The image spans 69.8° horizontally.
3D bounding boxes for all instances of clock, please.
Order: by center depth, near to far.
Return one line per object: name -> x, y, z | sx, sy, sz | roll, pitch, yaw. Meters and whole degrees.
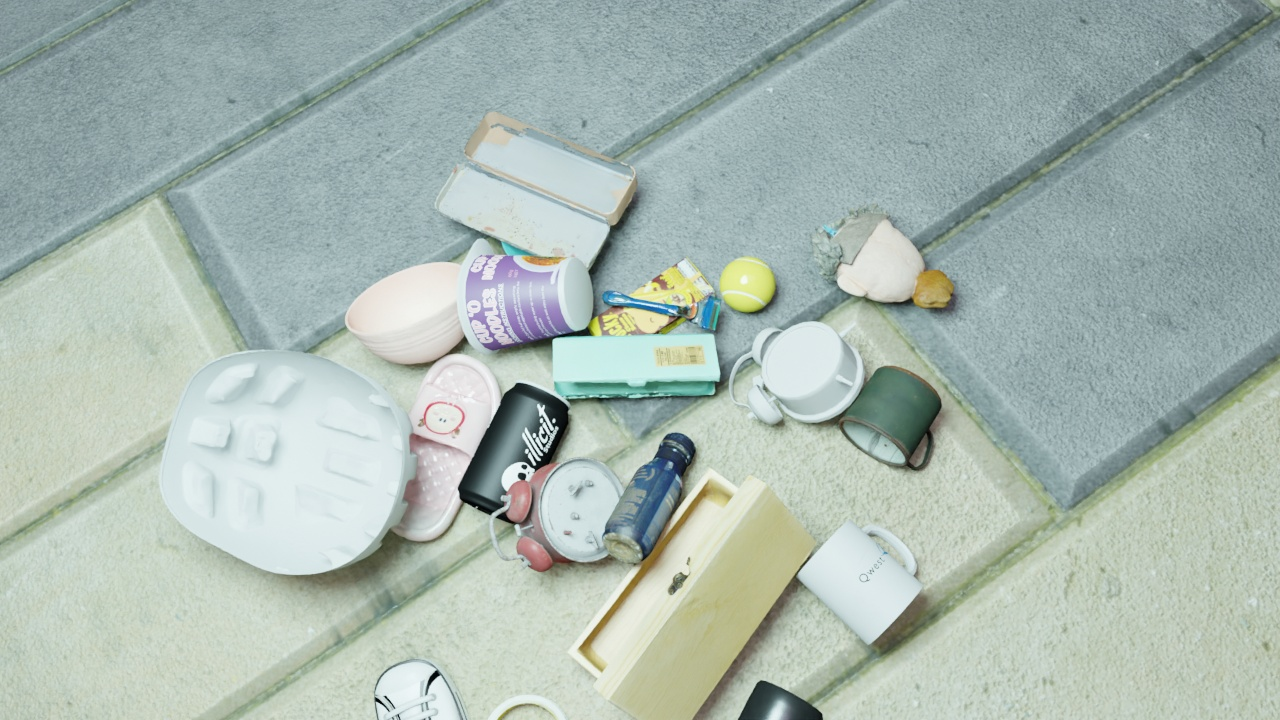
clock -> -0.084, 0.164, 0.966 | 0.156, 0.062, 0.110 | -14, 87, -36
clock -> 0.173, 0.015, 1.028 | 0.160, 0.061, 0.119 | -12, 54, 34

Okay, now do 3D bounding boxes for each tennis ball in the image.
tennis ball -> 0.126, -0.089, 1.079 | 0.065, 0.065, 0.065 | -2, 69, 5

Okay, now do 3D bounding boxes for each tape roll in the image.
tape roll -> -0.117, 0.395, 0.947 | 0.094, 0.019, 0.094 | -2, 69, 4

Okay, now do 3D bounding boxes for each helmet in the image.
helmet -> -0.353, 0.105, 0.973 | 0.283, 0.183, 0.224 | 4, 86, 34

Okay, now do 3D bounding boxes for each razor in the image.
razor -> 0.023, -0.064, 1.076 | 0.141, 0.018, 0.043 | 11, 70, 12

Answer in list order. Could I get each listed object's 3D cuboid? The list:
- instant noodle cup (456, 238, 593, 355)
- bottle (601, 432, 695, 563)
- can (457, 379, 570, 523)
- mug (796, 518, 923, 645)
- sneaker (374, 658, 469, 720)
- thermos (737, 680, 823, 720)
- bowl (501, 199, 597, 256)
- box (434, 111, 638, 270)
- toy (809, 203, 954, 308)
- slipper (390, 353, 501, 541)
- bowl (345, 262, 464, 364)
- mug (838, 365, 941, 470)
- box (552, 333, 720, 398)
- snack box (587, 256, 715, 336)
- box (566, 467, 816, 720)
instant noodle cup -> -0.126, -0.078, 1.050 | 0.122, 0.121, 0.137 | -4, 87, 20
bottle -> 0.013, 0.143, 0.982 | 0.056, 0.056, 0.160 | 22, 47, 13
can -> -0.140, 0.102, 1.025 | 0.080, 0.080, 0.145 | 21, 73, 12
mug -> 0.236, 0.219, 0.954 | 0.096, 0.083, 0.119 | 43, 50, 18
sneaker -> -0.208, 0.416, 0.906 | 0.091, 0.097, 0.245 | -22, 70, -3
thermos -> 0.097, 0.424, 0.877 | 0.106, 0.106, 0.218 | 26, 69, 14
bowl -> -0.109, -0.153, 1.135 | 0.121, 0.046, 0.121 | -2, 70, 5
box -> -0.127, -0.203, 1.112 | 0.216, 0.043, 0.150 | 24, 70, 13
toy -> 0.282, -0.111, 1.069 | 0.176, 0.076, 0.132 | 36, 61, 18
slipper -> -0.227, 0.097, 1.049 | 0.107, 0.056, 0.221 | 13, 73, 8
bowl -> -0.260, -0.046, 1.081 | 0.153, 0.076, 0.152 | -12, 34, 8
mug -> 0.284, 0.068, 1.004 | 0.111, 0.085, 0.081 | 42, 74, -15
box -> -0.006, 0.004, 1.029 | 0.189, 0.080, 0.077 | 0, 89, -2
snack box -> 0.014, -0.059, 1.099 | 0.149, 0.026, 0.061 | -34, 70, -8
box -> 0.058, 0.245, 0.932 | 0.141, 0.185, 0.248 | 39, 78, -5
